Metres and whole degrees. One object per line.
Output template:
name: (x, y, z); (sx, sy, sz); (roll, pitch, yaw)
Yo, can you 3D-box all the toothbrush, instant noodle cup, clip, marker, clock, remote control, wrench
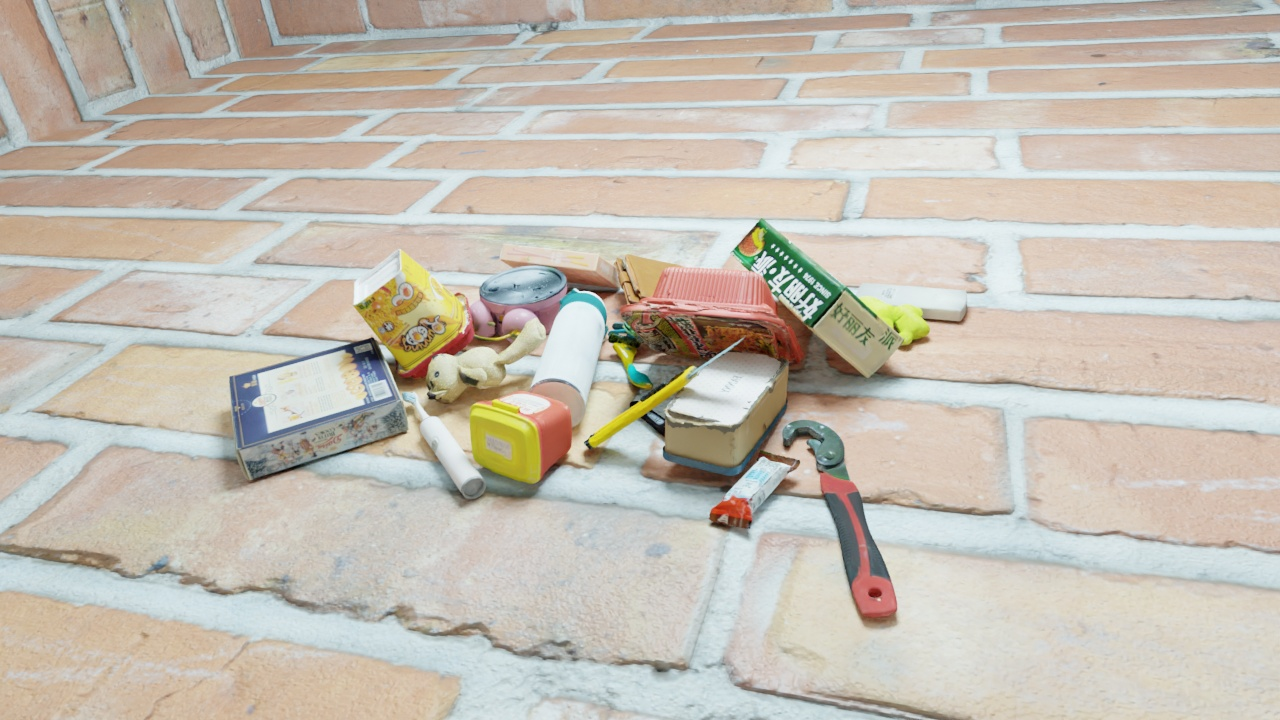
toothbrush: (-0.221, 0.084, 1.006); (0.026, 0.027, 0.221); (20, 12, -38)
instant noodle cup: (0.087, -0.049, 1.036); (0.189, 0.164, 0.079); (6, 76, 19)
clip: (-0.013, -0.038, 1.180); (0.056, 0.014, 0.041); (1, 33, 17)
marker: (0.026, 0.071, 0.987); (0.018, 0.015, 0.124); (-24, 35, -26)
clock: (-0.163, -0.068, 1.217); (0.117, 0.060, 0.158); (13, 35, 28)
remote control: (0.340, -0.074, 1.157); (0.135, 0.019, 0.056); (6, 33, 22)
instant noodle cup: (-0.285, -0.061, 1.138); (0.116, 0.123, 0.116); (-35, 32, 6)
wrench: (0.185, 0.134, 0.847); (0.056, 0.016, 0.273); (-9, 31, -1)

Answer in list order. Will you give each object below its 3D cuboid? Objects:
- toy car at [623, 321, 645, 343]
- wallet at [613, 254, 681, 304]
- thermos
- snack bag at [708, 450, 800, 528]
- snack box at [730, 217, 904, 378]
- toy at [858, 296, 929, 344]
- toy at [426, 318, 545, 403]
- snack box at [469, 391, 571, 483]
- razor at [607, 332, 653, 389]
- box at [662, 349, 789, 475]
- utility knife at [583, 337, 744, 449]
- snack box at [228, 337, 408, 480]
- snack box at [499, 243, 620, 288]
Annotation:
toy car: (0.024, -0.042, 1.142); (0.091, 0.036, 0.043); (0, 29, -24)
wallet: (0.024, -0.100, 1.231); (0.107, 0.031, 0.131); (10, 27, -18)
thermos: (-0.080, -0.008, 1.092); (0.073, 0.073, 0.223); (-2, 32, 8)
snack bag: (0.109, 0.121, 0.874); (0.048, 0.026, 0.103); (10, 34, 35)
snack box: (0.203, -0.079, 1.092); (0.063, 0.114, 0.240); (-49, 30, 11)
toy: (0.294, -0.049, 1.112); (0.100, 0.031, 0.096); (-8, 40, 3)
toy: (-0.182, -0.001, 1.084); (0.157, 0.066, 0.105); (-28, 13, -3)
snack box: (-0.122, 0.073, 0.955); (0.091, 0.082, 0.079); (15, 27, 31)
razor: (-0.006, 0.006, 1.089); (0.043, 0.028, 0.132); (15, 21, -22)
box: (0.089, 0.051, 0.944); (0.090, 0.060, 0.183); (12, 30, 26)
utility knife: (0.021, 0.033, 0.932); (0.217, 0.015, 0.033); (-36, 6, 23)
snack box: (-0.382, 0.049, 1.081); (0.182, 0.046, 0.178); (-18, 32, -17)
snack box: (-0.112, -0.133, 1.298); (0.157, 0.026, 0.084); (9, -9, 25)
